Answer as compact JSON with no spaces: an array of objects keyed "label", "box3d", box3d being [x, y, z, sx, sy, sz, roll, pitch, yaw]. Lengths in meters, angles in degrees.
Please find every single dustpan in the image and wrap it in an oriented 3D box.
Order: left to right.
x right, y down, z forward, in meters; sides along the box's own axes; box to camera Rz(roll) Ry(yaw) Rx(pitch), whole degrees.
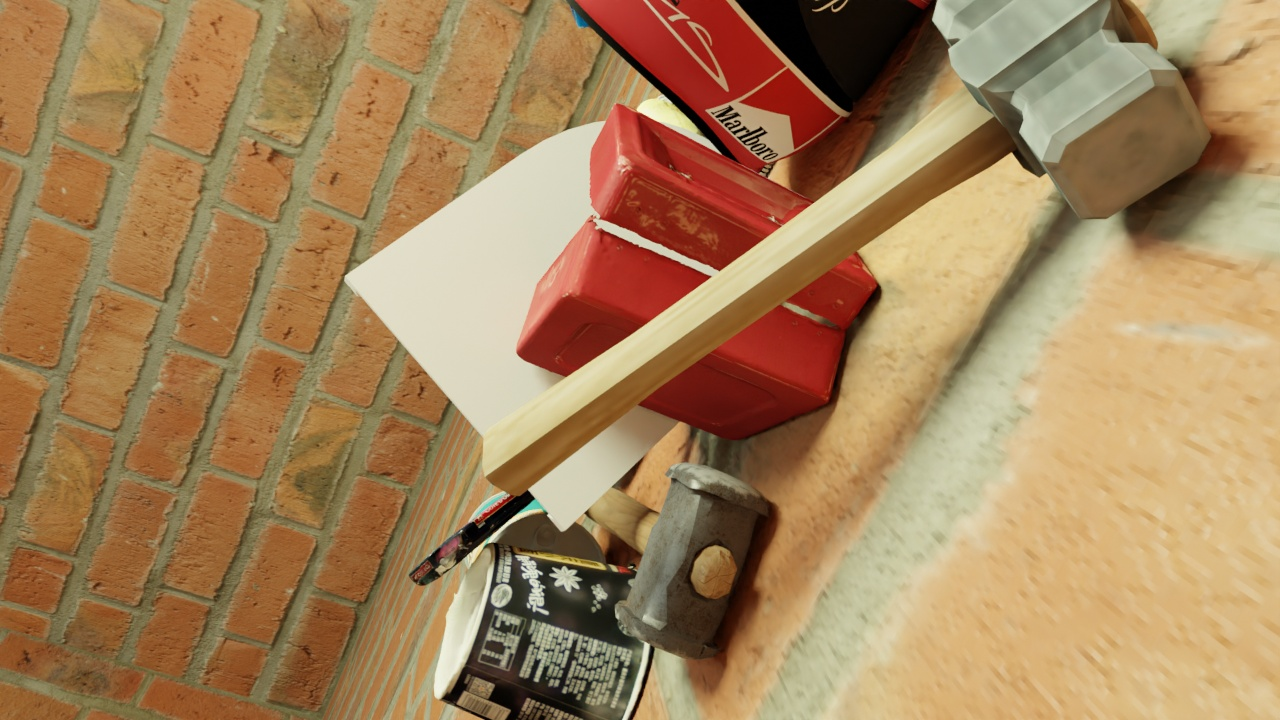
[{"label":"dustpan","box3d":[-0.027,-0.046,0.600,0.257,0.191,0.053,-41,2,-25]}]

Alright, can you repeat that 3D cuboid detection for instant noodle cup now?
[{"label":"instant noodle cup","box3d":[-0.068,0.186,0.609,0.138,0.112,0.137,-59,17,30]}]

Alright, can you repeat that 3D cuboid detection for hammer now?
[{"label":"hammer","box3d":[-0.013,0.104,0.614,0.098,0.052,0.329,-69,18,-6]},{"label":"hammer","box3d":[0.051,-0.034,0.385,0.324,0.051,0.117,-35,37,24]}]

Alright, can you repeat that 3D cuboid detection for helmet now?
[{"label":"helmet","box3d":[0.078,-0.268,0.545,0.225,0.271,0.197,-35,38,27]}]

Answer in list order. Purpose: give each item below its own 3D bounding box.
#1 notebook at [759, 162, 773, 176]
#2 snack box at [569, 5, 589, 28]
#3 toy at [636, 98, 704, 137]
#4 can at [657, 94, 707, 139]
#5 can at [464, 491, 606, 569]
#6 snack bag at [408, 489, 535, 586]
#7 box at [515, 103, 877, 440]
[{"label":"notebook","box3d":[0.115,-0.224,0.763,0.207,0.016,0.148,-60,15,28]},{"label":"snack box","box3d":[0.067,-0.353,0.731,0.195,0.239,0.056,-81,-20,-44]},{"label":"toy","box3d":[0.023,-0.139,0.804,0.155,0.064,0.171,-136,39,-58]},{"label":"can","box3d":[0.025,-0.186,0.889,0.071,0.072,0.129,-82,11,-46]},{"label":"can","box3d":[-0.091,0.165,0.757,0.099,0.099,0.144,-69,14,-5]},{"label":"snack bag","box3d":[-0.092,0.103,0.644,0.075,0.018,0.154,-40,-4,37]},{"label":"box","box3d":[0.023,-0.030,0.512,0.156,0.157,0.147,-61,14,20]}]
